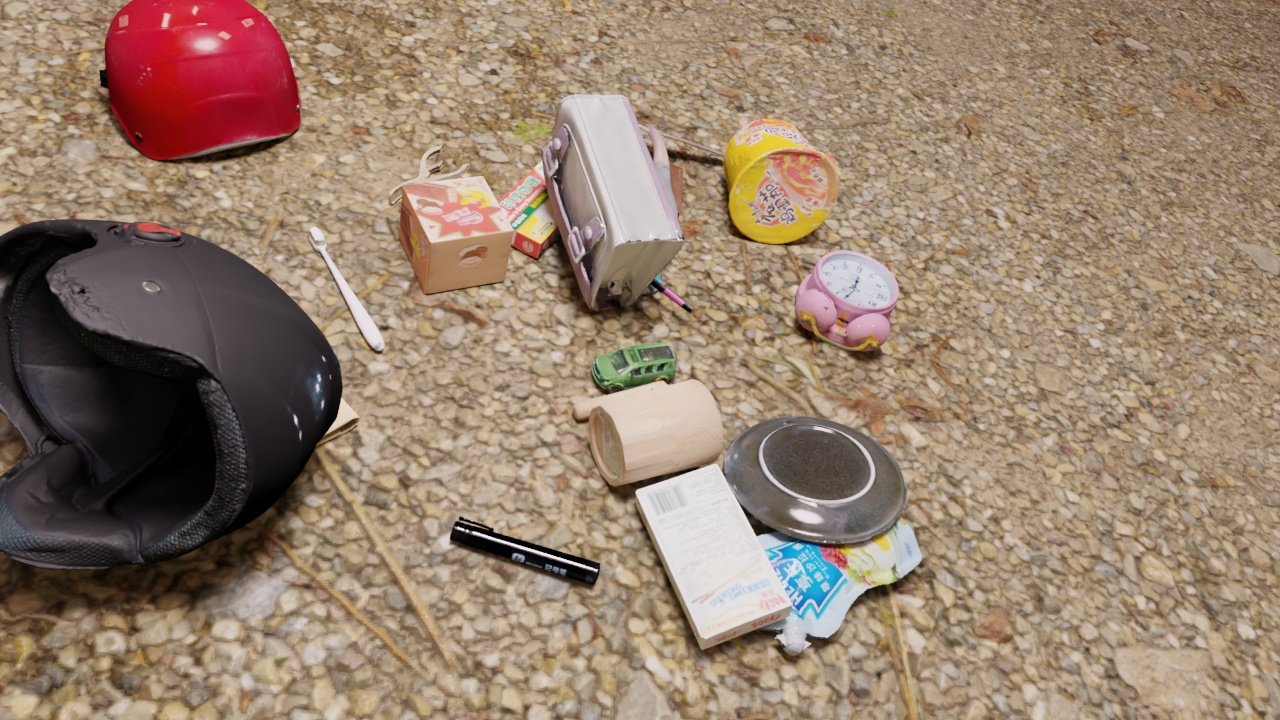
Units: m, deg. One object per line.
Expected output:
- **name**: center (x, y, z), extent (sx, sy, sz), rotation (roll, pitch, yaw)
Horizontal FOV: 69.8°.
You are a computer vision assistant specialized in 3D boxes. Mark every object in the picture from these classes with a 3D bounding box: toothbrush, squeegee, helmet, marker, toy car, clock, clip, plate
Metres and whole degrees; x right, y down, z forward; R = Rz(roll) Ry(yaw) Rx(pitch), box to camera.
- **toothbrush**: center (-0.303, -0.075, 0.944), extent (0.016, 0.016, 0.180), rotation (-20, 58, -29)
- **squeegee**: center (0.022, -0.235, 1.127), extent (0.247, 0.040, 0.249), rotation (14, 42, -22)
- **helmet**: center (-0.370, 0.015, 0.697), extent (0.275, 0.234, 0.229), rotation (39, 22, 14)
- **marker**: center (-0.099, 0.164, 0.792), extent (0.132, 0.020, 0.022), rotation (18, 61, -1)
- **toy car**: center (-0.006, 0.006, 0.955), extent (0.091, 0.036, 0.043), rotation (-12, 55, -22)
- **toothbrush**: center (-0.011, -0.106, 1.056), extent (0.017, 0.014, 0.189), rotation (-35, 59, -27)
- **helmet**: center (-0.507, -0.353, 1.046), extent (0.206, 0.144, 0.240), rotation (-21, 57, -30)
- **clock**: center (0.243, -0.065, 1.081), extent (0.117, 0.060, 0.158), rotation (24, 48, 5)
- **clip**: center (-0.255, -0.218, 1.079), extent (0.103, 0.035, 0.092), rotation (-20, 61, -22)
- **plate**: center (0.172, 0.106, 0.898), extent (0.179, 0.024, 0.179), rotation (1, 37, -1)

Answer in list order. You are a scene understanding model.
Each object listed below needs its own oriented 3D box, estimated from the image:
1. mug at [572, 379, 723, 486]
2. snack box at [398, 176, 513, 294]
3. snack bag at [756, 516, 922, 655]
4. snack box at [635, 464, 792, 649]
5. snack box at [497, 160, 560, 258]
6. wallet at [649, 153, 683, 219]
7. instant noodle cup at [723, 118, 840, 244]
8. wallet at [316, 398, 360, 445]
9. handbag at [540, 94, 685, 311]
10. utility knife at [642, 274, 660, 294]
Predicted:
- **mug**: center (0.004, 0.061, 0.886), extent (0.103, 0.084, 0.124), rotation (-13, 30, -25)
- **snack box**: center (-0.200, -0.137, 0.990), extent (0.092, 0.077, 0.094), rotation (-13, 55, -27)
- **snack bag**: center (0.166, 0.187, 0.846), extent (0.190, 0.039, 0.110), rotation (-26, 65, -31)
- **snack box**: center (0.061, 0.169, 0.815), extent (0.084, 0.027, 0.156), rotation (-17, 52, -13)
- **snack box**: center (-0.116, -0.187, 1.097), extent (0.077, 0.027, 0.155), rotation (28, 47, 7)
- **wallet**: center (0.006, -0.226, 1.161), extent (0.101, 0.032, 0.124), rotation (19, 41, -12)
- **instant noodle cup**: center (0.170, -0.234, 1.168), extent (0.138, 0.138, 0.109), rotation (5, 40, -14)
- **wallet**: center (-0.325, 0.036, 0.833), extent (0.115, 0.024, 0.087), rotation (43, 52, 19)
- **handbag**: center (-0.043, -0.170, 1.004), extent (0.098, 0.145, 0.196), rotation (-8, 64, -23)
- **utility knife**: center (-0.002, -0.158, 1.118), extent (0.029, 0.013, 0.216), rotation (4, 48, -17)
